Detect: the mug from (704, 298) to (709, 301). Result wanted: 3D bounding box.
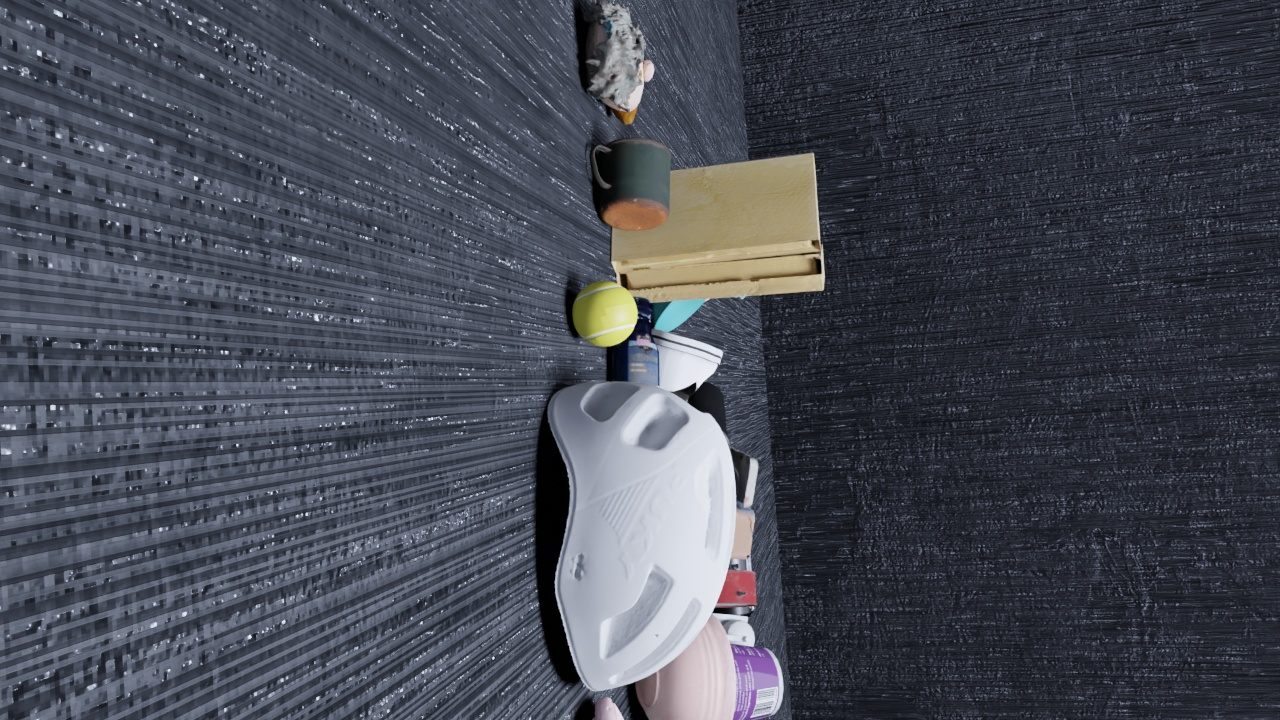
[{"bbox_3d":[0.061,-0.152,1.390,0.119,0.083,0.096,-127,-159,-57],"label":"mug"}]

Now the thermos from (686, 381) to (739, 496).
[{"bbox_3d":[0.090,0.122,1.364,0.218,0.106,0.106,-85,165,-56],"label":"thermos"}]

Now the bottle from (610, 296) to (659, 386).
[{"bbox_3d":[-0.006,0.006,1.053,0.056,0.056,0.160,53,34,-67],"label":"bottle"}]

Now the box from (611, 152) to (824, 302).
[{"bbox_3d":[0.096,-0.142,1.124,0.141,0.249,0.185,-76,158,-55],"label":"box"}]

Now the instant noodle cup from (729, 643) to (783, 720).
[{"bbox_3d":[0.101,0.406,1.138,0.121,0.121,0.137,-118,-140,-53],"label":"instant noodle cup"}]

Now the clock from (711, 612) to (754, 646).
[{"bbox_3d":[0.093,0.366,1.241,0.159,0.120,0.061,81,13,-73],"label":"clock"}]

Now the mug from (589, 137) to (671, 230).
[{"bbox_3d":[-0.017,-0.204,1.052,0.111,0.085,0.081,16,69,-43],"label":"mug"}]

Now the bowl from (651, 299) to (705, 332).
[{"bbox_3d":[0.050,-0.095,1.310,0.046,0.121,0.121,47,4,15],"label":"bowl"}]

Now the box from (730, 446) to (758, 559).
[{"bbox_3d":[0.128,0.204,1.394,0.216,0.043,0.151,-164,-103,-78],"label":"box"}]

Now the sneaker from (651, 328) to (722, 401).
[{"bbox_3d":[0.057,0.019,1.292,0.245,0.091,0.097,20,85,-81],"label":"sneaker"}]

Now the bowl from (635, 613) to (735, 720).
[{"bbox_3d":[0.040,0.358,1.035,0.153,0.076,0.153,-175,-90,-68],"label":"bowl"}]

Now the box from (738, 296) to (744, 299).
[{"bbox_3d":[0.093,-0.176,1.265,0.080,0.189,0.077,-53,-176,23],"label":"box"}]

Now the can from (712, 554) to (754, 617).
[{"bbox_3d":[0.150,0.364,1.568,0.080,0.080,0.146,11,74,-77],"label":"can"}]

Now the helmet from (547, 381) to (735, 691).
[{"bbox_3d":[-0.008,0.162,0.853,0.224,0.184,0.282,41,61,-66],"label":"helmet"}]

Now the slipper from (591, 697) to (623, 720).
[{"bbox_3d":[-0.034,0.383,0.795,0.221,0.056,0.107,-87,167,-70],"label":"slipper"}]

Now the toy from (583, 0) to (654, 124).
[{"bbox_3d":[-0.022,-0.340,1.076,0.176,0.076,0.132,67,22,-76],"label":"toy"}]

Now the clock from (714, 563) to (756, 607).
[{"bbox_3d":[0.119,0.339,1.381,0.157,0.110,0.061,70,19,-70],"label":"clock"}]

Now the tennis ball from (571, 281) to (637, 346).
[{"bbox_3d":[-0.036,-0.047,0.917,0.065,0.065,0.065,-4,89,-77],"label":"tennis ball"}]
